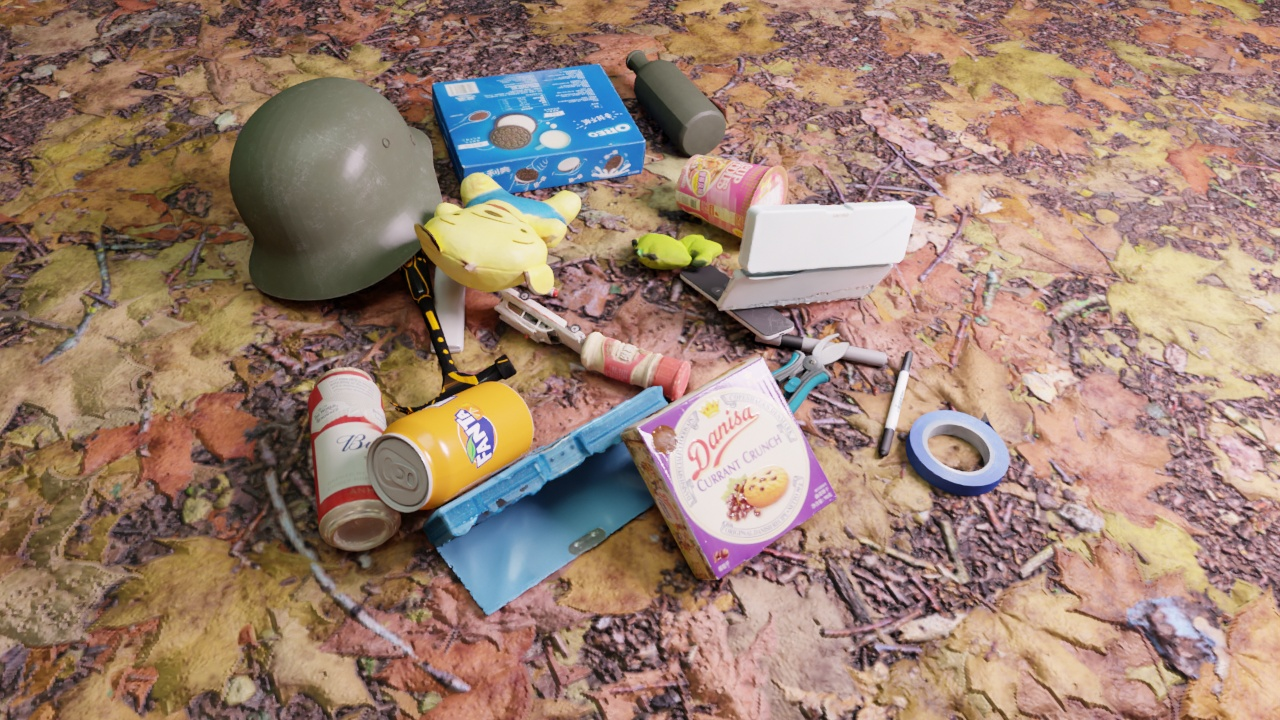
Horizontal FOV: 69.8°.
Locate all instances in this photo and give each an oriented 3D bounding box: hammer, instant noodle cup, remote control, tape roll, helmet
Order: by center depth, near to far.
[{"bbox_3d":[0.306,0.089,0.888,0.093,0.016,0.091,-3,48,-6],"label":"tape roll"},{"bbox_3d":[-0.230,-0.062,0.967,0.123,0.036,0.320,-28,49,-2],"label":"hammer"},{"bbox_3d":[-0.207,-0.059,0.990,0.033,0.012,0.130,-2,48,-6],"label":"remote control"},{"bbox_3d":[-0.341,-0.214,0.994,0.227,0.154,0.267,5,49,17],"label":"helmet"},{"bbox_3d":[0.104,-0.067,1.008,0.045,0.008,0.146,-21,45,-32],"label":"remote control"},{"bbox_3d":[0.105,-0.198,1.094,0.109,0.098,0.097,24,50,27],"label":"instant noodle cup"}]

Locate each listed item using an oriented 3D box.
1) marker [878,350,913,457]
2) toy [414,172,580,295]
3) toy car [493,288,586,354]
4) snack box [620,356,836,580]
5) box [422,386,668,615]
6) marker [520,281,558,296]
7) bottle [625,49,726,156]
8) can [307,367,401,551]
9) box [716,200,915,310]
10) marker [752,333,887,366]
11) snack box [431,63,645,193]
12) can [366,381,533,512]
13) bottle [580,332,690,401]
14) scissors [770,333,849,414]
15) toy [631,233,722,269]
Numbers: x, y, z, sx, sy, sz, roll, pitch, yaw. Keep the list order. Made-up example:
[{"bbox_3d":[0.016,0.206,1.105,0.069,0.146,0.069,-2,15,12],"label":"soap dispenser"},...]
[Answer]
[{"bbox_3d":[0.260,0.042,0.932,0.011,0.011,0.151,18,48,12],"label":"marker"},{"bbox_3d":[-0.153,-0.132,0.984,0.149,0.084,0.213,12,28,-1],"label":"toy"},{"bbox_3d":[-0.105,-0.037,0.963,0.113,0.039,0.039,33,73,23],"label":"toy car"},{"bbox_3d":[0.078,0.093,0.802,0.143,0.041,0.148,-28,90,-26],"label":"snack box"},{"bbox_3d":[-0.063,0.122,0.805,0.231,0.094,0.102,-29,85,-28],"label":"box"},{"bbox_3d":[-0.157,-0.097,1.030,0.142,0.013,0.012,20,49,14],"label":"marker"},{"bbox_3d":[0.038,-0.360,1.248,0.071,0.072,0.206,-18,51,-20],"label":"bottle"},{"bbox_3d":[-0.256,0.085,0.816,0.067,0.067,0.170,-11,48,-14],"label":"can"},{"bbox_3d":[0.185,-0.105,0.956,0.197,0.137,0.049,-5,47,-23],"label":"box"},{"bbox_3d":[0.190,-0.014,0.975,0.140,0.016,0.016,11,47,6],"label":"marker"},{"bbox_3d":[-0.134,-0.303,1.193,0.238,0.056,0.195,-11,49,-16],"label":"snack box"},{"bbox_3d":[-0.161,0.073,0.793,0.079,0.079,0.142,27,26,20],"label":"can"},{"bbox_3d":[-0.005,0.005,0.925,0.109,0.044,0.044,19,49,13],"label":"bottle"},{"bbox_3d":[0.155,0.023,0.931,0.128,0.019,0.152,2,51,4],"label":"scissors"},{"bbox_3d":[0.040,-0.126,1.054,0.093,0.036,0.094,-20,35,-35],"label":"toy"}]
